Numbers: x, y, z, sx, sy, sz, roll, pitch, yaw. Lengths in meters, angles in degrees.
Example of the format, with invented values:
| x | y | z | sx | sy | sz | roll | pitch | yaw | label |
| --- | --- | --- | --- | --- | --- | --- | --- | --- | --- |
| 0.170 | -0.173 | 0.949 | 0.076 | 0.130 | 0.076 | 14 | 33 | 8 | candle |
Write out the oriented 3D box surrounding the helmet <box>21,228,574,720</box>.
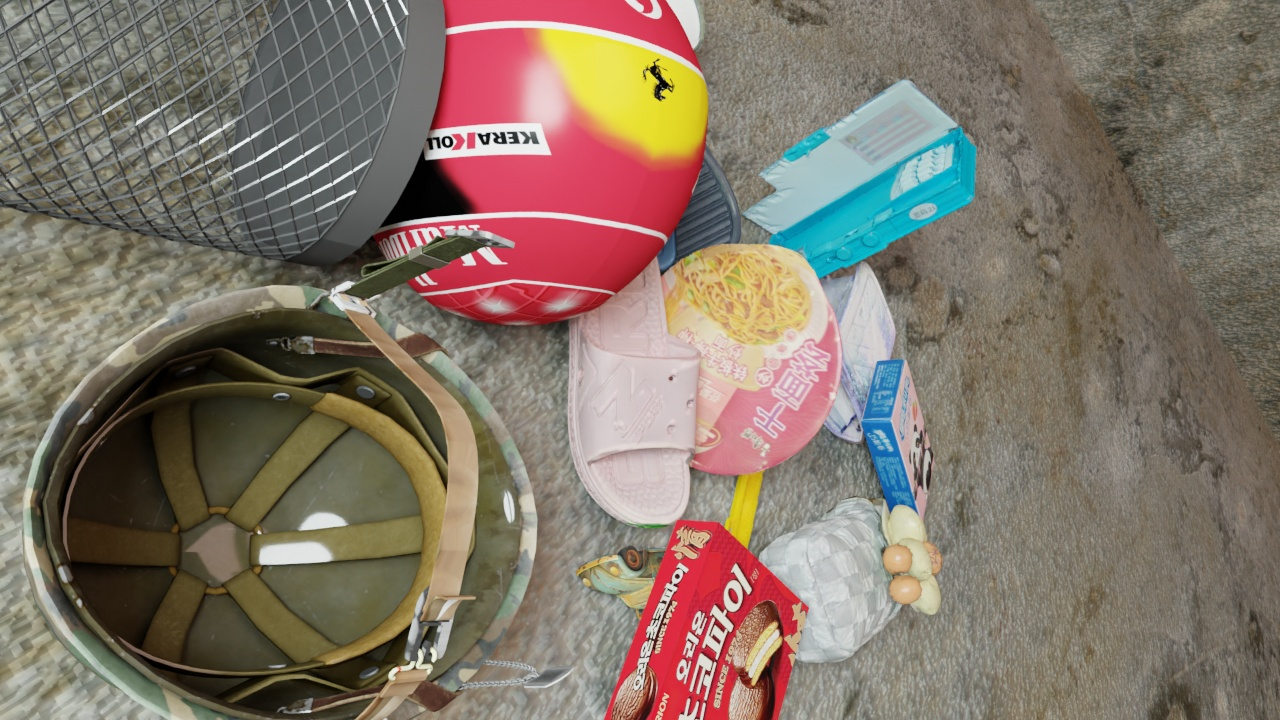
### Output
| x | y | z | sx | sy | sz | roll | pitch | yaw | label |
| --- | --- | --- | --- | --- | --- | --- | --- | --- | --- |
| -0.136 | 0.066 | 0.401 | 0.224 | 0.237 | 0.192 | 6 | 69 | -33 | helmet |

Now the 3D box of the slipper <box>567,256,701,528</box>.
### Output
| x | y | z | sx | sy | sz | roll | pitch | yaw | label |
| --- | --- | --- | --- | --- | --- | --- | --- | --- | --- |
| -0.004 | 0.004 | 0.680 | 0.094 | 0.065 | 0.239 | -1 | 78 | -29 | slipper |

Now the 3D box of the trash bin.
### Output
| x | y | z | sx | sy | sz | roll | pitch | yaw | label |
| --- | --- | --- | --- | --- | --- | --- | --- | --- | --- |
| -0.245 | -0.164 | 0.446 | 0.227 | 0.218 | 0.217 | 14 | 59 | -46 | trash bin |

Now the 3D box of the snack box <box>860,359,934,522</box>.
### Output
| x | y | z | sx | sy | sz | roll | pitch | yaw | label |
| --- | --- | --- | --- | --- | --- | --- | --- | --- | --- |
| 0.261 | 0.084 | 0.921 | 0.154 | 0.033 | 0.087 | 64 | 37 | -34 | snack box |

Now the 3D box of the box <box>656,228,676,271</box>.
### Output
| x | y | z | sx | sy | sz | roll | pitch | yaw | label |
| --- | --- | --- | --- | --- | --- | --- | --- | --- | --- |
| -0.030 | -0.173 | 0.742 | 0.122 | 0.047 | 0.209 | -7 | 99 | -25 | box |

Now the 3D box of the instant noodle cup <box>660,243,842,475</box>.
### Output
| x | y | z | sx | sy | sz | roll | pitch | yaw | label |
| --- | --- | --- | --- | --- | --- | --- | --- | --- | --- |
| 0.084 | 0.001 | 0.737 | 0.077 | 0.179 | 0.178 | 6 | 63 | -62 | instant noodle cup |

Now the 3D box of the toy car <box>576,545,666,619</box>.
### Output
| x | y | z | sx | sy | sz | roll | pitch | yaw | label |
| --- | --- | --- | --- | --- | --- | --- | --- | --- | --- |
| 0.009 | 0.158 | 0.649 | 0.111 | 0.047 | 0.047 | 10 | 57 | -42 | toy car |

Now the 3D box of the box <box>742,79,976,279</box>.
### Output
| x | y | z | sx | sy | sz | roll | pitch | yaw | label |
| --- | --- | --- | --- | --- | --- | --- | --- | --- | --- |
| 0.188 | -0.164 | 0.877 | 0.117 | 0.227 | 0.097 | 43 | 44 | -22 | box |

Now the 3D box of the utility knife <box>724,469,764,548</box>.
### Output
| x | y | z | sx | sy | sz | roll | pitch | yaw | label |
| --- | --- | --- | --- | --- | --- | --- | --- | --- | --- |
| 0.101 | 0.085 | 0.815 | 0.030 | 0.019 | 0.227 | 49 | 38 | -28 | utility knife |

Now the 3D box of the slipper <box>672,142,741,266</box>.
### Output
| x | y | z | sx | sy | sz | roll | pitch | yaw | label |
| --- | --- | --- | --- | --- | --- | --- | --- | --- | --- |
| -0.002 | -0.200 | 0.810 | 0.263 | 0.101 | 0.082 | 57 | 16 | -11 | slipper |

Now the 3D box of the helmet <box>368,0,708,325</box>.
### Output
| x | y | z | sx | sy | sz | roll | pitch | yaw | label |
| --- | --- | --- | --- | --- | --- | --- | --- | --- | --- |
| -0.083 | -0.135 | 0.587 | 0.197 | 0.272 | 0.224 | 4 | 87 | -43 | helmet |

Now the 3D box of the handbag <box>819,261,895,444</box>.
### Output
| x | y | z | sx | sy | sz | roll | pitch | yaw | label |
| --- | --- | --- | --- | --- | --- | --- | --- | --- | --- |
| 0.209 | -0.010 | 0.943 | 0.126 | 0.069 | 0.158 | 59 | 39 | -27 | handbag |

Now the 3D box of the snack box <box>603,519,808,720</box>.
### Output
| x | y | z | sx | sy | sz | roll | pitch | yaw | label |
| --- | --- | --- | --- | --- | --- | --- | --- | --- | --- |
| 0.050 | 0.209 | 0.627 | 0.132 | 0.036 | 0.151 | 46 | 54 | -36 | snack box |

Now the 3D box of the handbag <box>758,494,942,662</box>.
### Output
| x | y | z | sx | sy | sz | roll | pitch | yaw | label |
| --- | --- | --- | --- | --- | --- | --- | --- | --- | --- |
| 0.181 | 0.178 | 0.760 | 0.171 | 0.124 | 0.112 | -7 | 80 | -54 | handbag |

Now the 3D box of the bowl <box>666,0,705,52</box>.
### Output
| x | y | z | sx | sy | sz | roll | pitch | yaw | label |
| --- | --- | --- | --- | --- | --- | --- | --- | --- | --- |
| -0.014 | -0.344 | 0.887 | 0.153 | 0.073 | 0.153 | 24 | 52 | -36 | bowl |
